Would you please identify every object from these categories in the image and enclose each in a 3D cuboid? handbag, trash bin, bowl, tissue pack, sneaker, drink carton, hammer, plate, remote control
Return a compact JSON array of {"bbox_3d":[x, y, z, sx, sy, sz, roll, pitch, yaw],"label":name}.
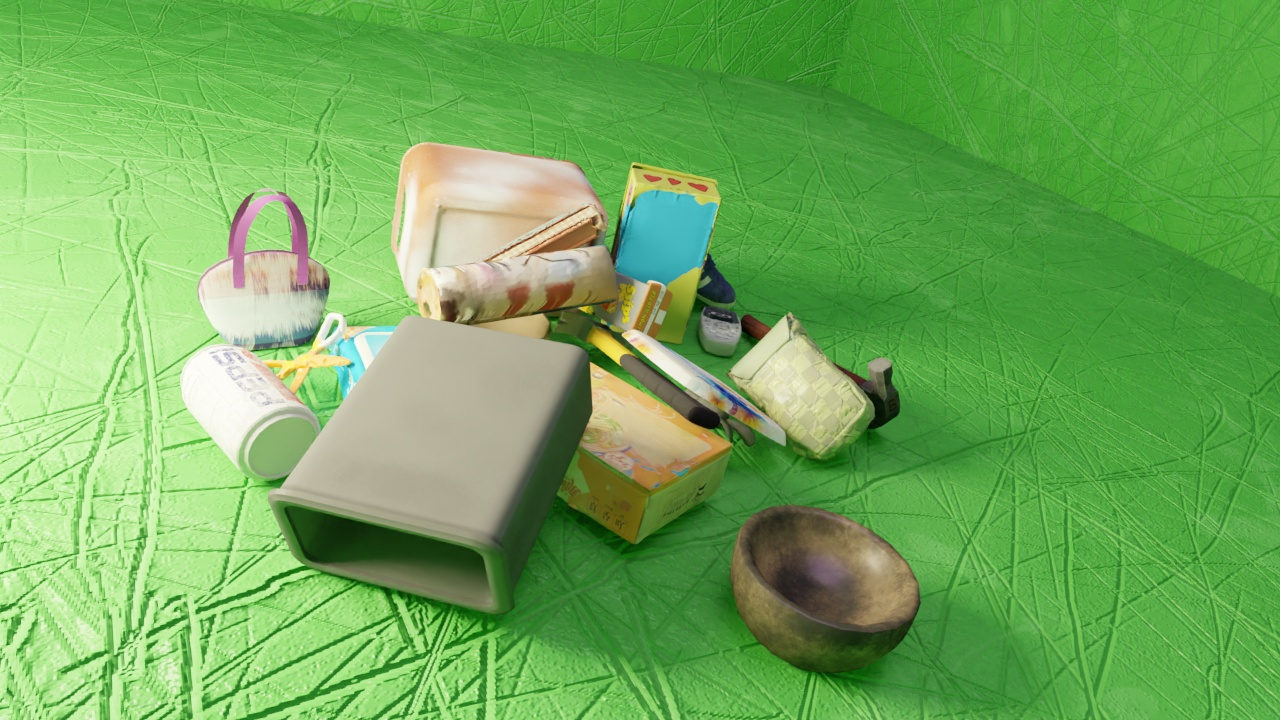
[{"bbox_3d":[-0.403,-0.102,0.996,0.144,0.170,0.068,-8,35,-37],"label":"handbag"},{"bbox_3d":[-0.160,0.077,0.766,0.192,0.098,0.219,11,44,12],"label":"trash bin"},{"bbox_3d":[0.153,0.203,0.799,0.162,0.070,0.162,11,27,-6],"label":"bowl"},{"bbox_3d":[-0.253,0.021,0.957,0.116,0.066,0.209,-1,29,-28],"label":"tissue pack"},{"bbox_3d":[0.088,-0.170,1.330,0.233,0.119,0.091,26,34,-32],"label":"sneaker"},{"bbox_3d":[0.198,0.040,1.109,0.186,0.113,0.117,52,12,32],"label":"handbag"},{"bbox_3d":[-0.188,-0.167,1.219,0.259,0.182,0.157,4,31,-22],"label":"trash bin"},{"bbox_3d":[-0.027,-0.077,1.145,0.125,0.076,0.048,26,6,39],"label":"drink carton"},{"bbox_3d":[0.227,0.000,1.212,0.028,0.111,0.301,-30,34,-17],"label":"hammer"},{"bbox_3d":[-0.185,-0.032,1.095,0.152,0.050,0.152,13,23,-6],"label":"bowl"},{"bbox_3d":[0.075,0.026,1.046,0.187,0.016,0.187,31,5,-33],"label":"plate"},{"bbox_3d":[-0.006,0.006,1.028,0.127,0.029,0.324,23,7,-29],"label":"hammer"},{"bbox_3d":[0.111,-0.042,1.291,0.060,0.028,0.114,14,27,-1],"label":"remote control"}]

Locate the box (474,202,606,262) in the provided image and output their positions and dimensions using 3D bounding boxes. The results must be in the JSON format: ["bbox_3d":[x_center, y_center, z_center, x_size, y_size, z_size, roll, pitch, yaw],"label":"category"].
[{"bbox_3d":[-0.125,-0.135,1.128,0.186,0.060,0.058,-31,-2,-8],"label":"box"}]

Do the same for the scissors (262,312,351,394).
[{"bbox_3d":[-0.342,-0.001,0.941,0.125,0.011,0.129,1,54,27],"label":"scissors"}]

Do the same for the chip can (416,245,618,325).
[{"bbox_3d":[-0.134,-0.085,1.047,0.229,0.080,0.080,-12,37,-31],"label":"chip can"}]

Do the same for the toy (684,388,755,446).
[{"bbox_3d":[0.090,0.064,1.078,0.049,0.030,0.112,13,18,-37],"label":"toy"}]

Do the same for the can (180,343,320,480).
[{"bbox_3d":[-0.359,0.045,0.840,0.136,0.078,0.078,34,33,34],"label":"can"}]

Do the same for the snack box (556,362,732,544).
[{"bbox_3d":[-0.034,0.090,0.910,0.195,0.081,0.144,29,28,28],"label":"snack box"}]

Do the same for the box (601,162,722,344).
[{"bbox_3d":[0.023,-0.141,1.227,0.124,0.221,0.082,7,28,-9],"label":"box"}]
